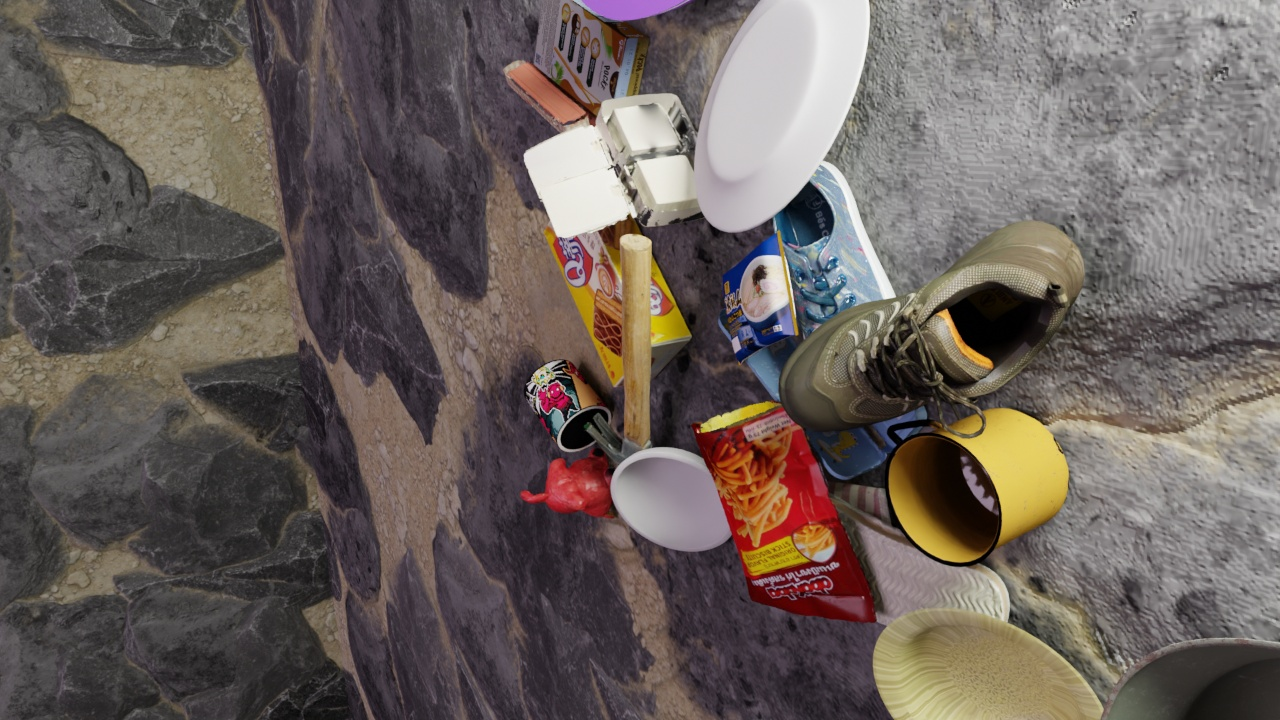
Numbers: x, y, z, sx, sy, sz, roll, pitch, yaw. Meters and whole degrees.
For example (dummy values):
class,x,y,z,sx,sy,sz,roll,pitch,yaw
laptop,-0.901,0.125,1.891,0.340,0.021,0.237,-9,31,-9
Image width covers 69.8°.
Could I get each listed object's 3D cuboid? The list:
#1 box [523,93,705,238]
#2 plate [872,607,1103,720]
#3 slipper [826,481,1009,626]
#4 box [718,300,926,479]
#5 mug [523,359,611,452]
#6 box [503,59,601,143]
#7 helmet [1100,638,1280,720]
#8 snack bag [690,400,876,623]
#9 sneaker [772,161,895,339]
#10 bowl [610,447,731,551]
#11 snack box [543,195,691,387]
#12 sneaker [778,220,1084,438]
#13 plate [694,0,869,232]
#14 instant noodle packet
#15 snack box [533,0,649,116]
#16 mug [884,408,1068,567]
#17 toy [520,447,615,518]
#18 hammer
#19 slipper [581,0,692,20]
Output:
class,x,y,z,sx,sy,sz,roll,pitch,yaw
box,-0.020,-0.195,0.941,0.058,0.187,0.144,112,140,-65
plate,0.282,0.265,0.738,0.184,0.036,0.185,21,127,30
slipper,0.210,0.175,0.835,0.263,0.052,0.115,20,114,41
box,0.159,0.001,0.832,0.209,0.085,0.073,56,153,29
mug,-0.097,0.072,1.250,0.098,0.081,0.118,50,162,36
box,-0.108,-0.319,1.136,0.056,0.071,0.187,-47,50,7
helmet,0.393,0.263,0.485,0.228,0.153,0.267,-15,84,59
snack bag,0.129,0.141,0.842,0.139,0.066,0.208,-15,101,45
sneaker,0.162,-0.065,0.772,0.088,0.079,0.235,-17,80,26
bowl,0.043,0.150,1.047,0.150,0.043,0.150,12,128,15
snack box,-0.032,-0.094,1.099,0.110,0.061,0.230,-49,61,52
sneaker,0.198,0.005,0.639,0.239,0.142,0.101,-35,99,29
plate,0.107,-0.229,0.788,0.243,0.016,0.242,-40,42,50
instant noodle packet,0.103,-0.051,0.800,0.134,0.026,0.087,144,119,-72
snack box,-0.062,-0.363,1.080,0.186,0.031,0.101,47,137,38
mug,0.249,0.085,0.700,0.123,0.094,0.101,47,138,36
toy,-0.092,0.187,1.237,0.094,0.132,0.088,96,154,-42
hammer,-0.006,0.006,1.018,0.132,0.033,0.331,24,136,25
slipper,0.059,-0.395,0.851,0.267,0.083,0.107,-7,107,38
